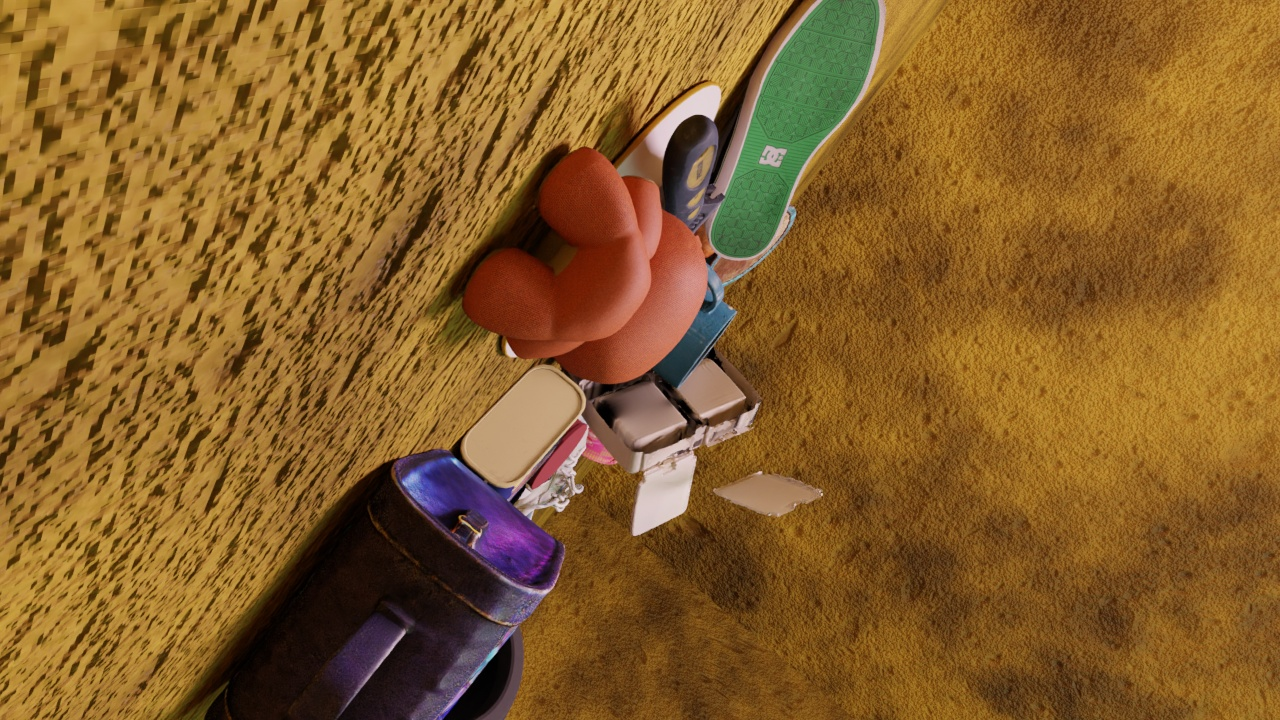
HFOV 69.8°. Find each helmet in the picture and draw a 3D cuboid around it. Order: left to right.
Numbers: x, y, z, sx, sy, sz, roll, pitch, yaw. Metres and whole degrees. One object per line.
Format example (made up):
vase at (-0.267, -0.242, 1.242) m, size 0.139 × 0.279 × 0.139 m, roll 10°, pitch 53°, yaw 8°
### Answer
helmet at (-0.205, 0.286, 0.828) m, size 0.170 × 0.164 × 0.264 m, roll -37°, pitch 173°, yaw 26°

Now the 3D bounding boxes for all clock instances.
clock at (-0.101, 0.091, 0.914) m, size 0.125 × 0.044 × 0.087 m, roll -54°, pitch 171°, yaw 18°
clock at (0.069, -0.124, 0.878) m, size 0.157 × 0.073 × 0.121 m, roll -32°, pitch 163°, yaw -26°

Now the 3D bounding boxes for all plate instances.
plate at (-0.012, -0.087, 0.625) m, size 0.229 × 0.021 × 0.230 m, roll -51°, pitch 176°, yaw -5°

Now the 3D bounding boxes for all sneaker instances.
sneaker at (-0.103, 0.126, 1.088) m, size 0.243 × 0.091 × 0.089 m, roll -53°, pitch 175°, yaw 21°
sneaker at (0.108, -0.196, 0.724) m, size 0.079 × 0.084 × 0.236 m, roll -102°, pitch -150°, yaw -47°

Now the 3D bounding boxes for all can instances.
can at (-0.106, 0.071, 0.766) m, size 0.116 × 0.056 × 0.092 m, roll -48°, pitch 177°, yaw -35°

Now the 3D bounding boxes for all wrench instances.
wrench at (0.028, -0.103, 0.584) m, size 0.073 × 0.022 × 0.273 m, roll -44°, pitch 177°, yaw -1°

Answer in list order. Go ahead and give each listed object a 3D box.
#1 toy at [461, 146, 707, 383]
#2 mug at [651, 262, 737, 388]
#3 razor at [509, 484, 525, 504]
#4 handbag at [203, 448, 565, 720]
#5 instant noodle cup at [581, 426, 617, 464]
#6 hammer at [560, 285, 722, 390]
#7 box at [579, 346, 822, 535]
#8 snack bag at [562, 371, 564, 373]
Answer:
toy at (-0.016, -0.038, 0.486) m, size 0.112 × 0.096 × 0.176 m, roll -51°, pitch 147°, yaw 4°
mug at (0.021, -0.049, 0.763) m, size 0.084 × 0.104 × 0.112 m, roll -48°, pitch 173°, yaw -42°
razor at (-0.166, 0.139, 0.826) m, size 0.151 × 0.054 × 0.067 m, roll -42°, pitch -171°, yaw -31°
handbag at (-0.160, 0.175, 0.594) m, size 0.205 × 0.125 × 0.222 m, roll -51°, pitch 179°, yaw 7°
instant noodle cup at (-0.048, 0.073, 1.282) m, size 0.109 × 0.098 × 0.097 m, roll -61°, pitch 174°, yaw 15°
hammer at (-0.006, 0.006, 0.959) m, size 0.157 × 0.037 × 0.301 m, roll -28°, pitch 169°, yaw -10°
box at (0.044, 0.094, 0.802) m, size 0.143 × 0.193 × 0.107 m, roll -19°, pitch 140°, yaw -28°
snack bag at (-0.090, 0.036, 0.942) m, size 0.157 × 0.013 × 0.057 m, roll -49°, pitch 173°, yaw -9°
